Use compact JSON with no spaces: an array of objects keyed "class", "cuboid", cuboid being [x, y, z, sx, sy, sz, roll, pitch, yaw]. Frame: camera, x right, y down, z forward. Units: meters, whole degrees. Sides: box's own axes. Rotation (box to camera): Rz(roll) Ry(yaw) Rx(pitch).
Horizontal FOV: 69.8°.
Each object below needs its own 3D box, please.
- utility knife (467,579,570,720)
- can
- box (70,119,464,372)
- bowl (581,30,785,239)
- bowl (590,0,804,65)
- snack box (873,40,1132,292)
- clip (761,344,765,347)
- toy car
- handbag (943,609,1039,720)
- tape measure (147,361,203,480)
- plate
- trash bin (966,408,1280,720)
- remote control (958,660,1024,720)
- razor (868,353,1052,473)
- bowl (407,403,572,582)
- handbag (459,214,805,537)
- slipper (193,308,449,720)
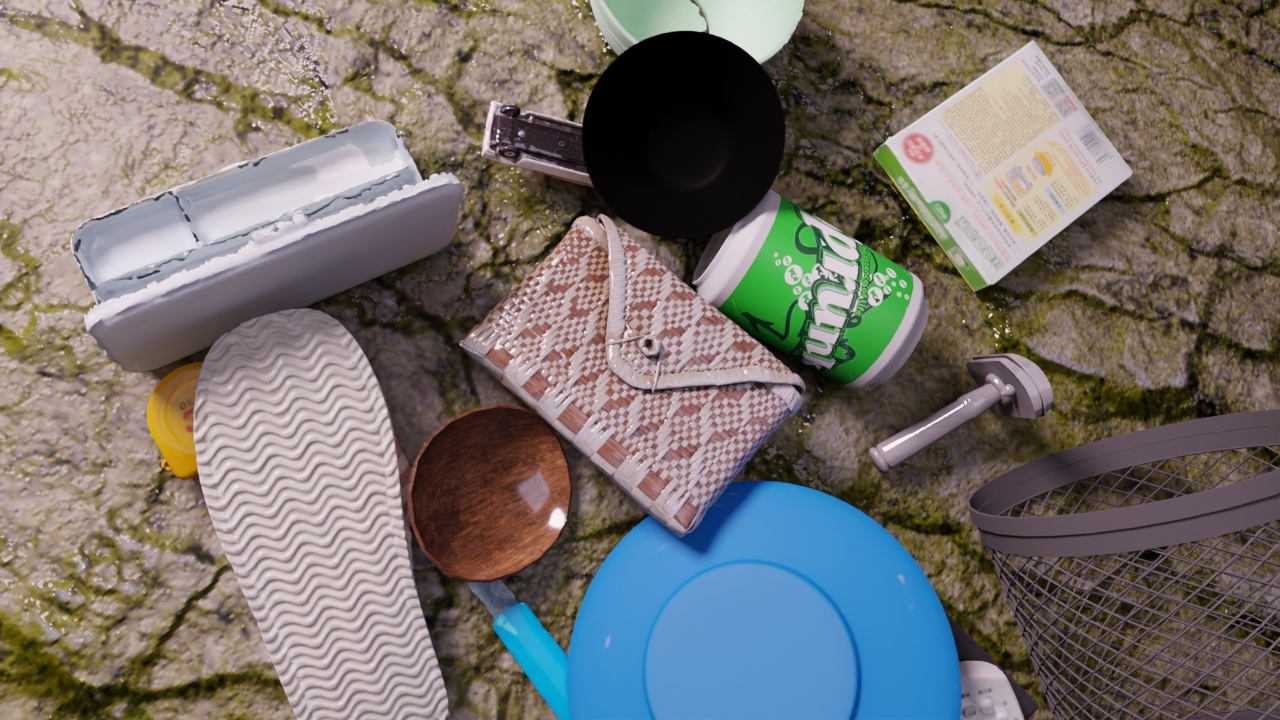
[{"class":"utility knife","cuboid":[-0.057,0.181,0.559,0.031,0.015,0.220,-37,93,-21]},{"class":"can","cuboid":[0.111,-0.046,0.607,0.140,0.088,0.087,29,74,-7]},{"class":"box","cuboid":[-0.216,-0.083,0.527,0.210,0.129,0.105,-27,86,-23]},{"class":"bowl","cuboid":[0.028,-0.139,0.583,0.124,0.052,0.124,1,97,6]},{"class":"bowl","cuboid":[0.030,-0.250,0.632,0.150,0.077,0.150,3,79,-14]},{"class":"snack box","cuboid":[0.279,-0.151,0.702,0.167,0.027,0.132,-35,89,-17]},{"class":"clip","cuboid":[0.014,0.014,0.604,0.122,0.033,0.120,27,71,-7]},{"class":"toy car","cuboid":[-0.049,-0.136,0.609,0.113,0.039,0.039,10,77,-17]},{"class":"handbag","cuboid":[0.109,0.219,0.579,0.176,0.072,0.195,45,83,-2]},{"class":"tape measure","cuboid":[-0.252,0.032,0.530,0.068,0.030,0.059,-31,89,-24]},{"class":"plate","cuboid":[0.062,0.175,0.515,0.224,0.024,0.224,-6,67,14]},{"class":"trash bin","cuboid":[0.346,0.170,0.564,0.217,0.218,0.227,-17,88,-17]},{"class":"remote control","cuboid":[0.199,0.234,0.540,0.060,0.028,0.114,-9,97,-1]},{"class":"razor","cuboid":[0.211,0.041,0.632,0.116,0.088,0.047,-31,88,2]},{"class":"bowl","cuboid":[-0.094,0.079,0.553,0.114,0.026,0.102,-17,95,-42]},{"class":"handbag","cuboid":[-0.003,0.003,0.561,0.186,0.047,0.124,40,77,8]},{"class":"slipper","cuboid":[-0.175,0.102,0.525,0.114,0.052,0.263,-15,94,-23]}]
